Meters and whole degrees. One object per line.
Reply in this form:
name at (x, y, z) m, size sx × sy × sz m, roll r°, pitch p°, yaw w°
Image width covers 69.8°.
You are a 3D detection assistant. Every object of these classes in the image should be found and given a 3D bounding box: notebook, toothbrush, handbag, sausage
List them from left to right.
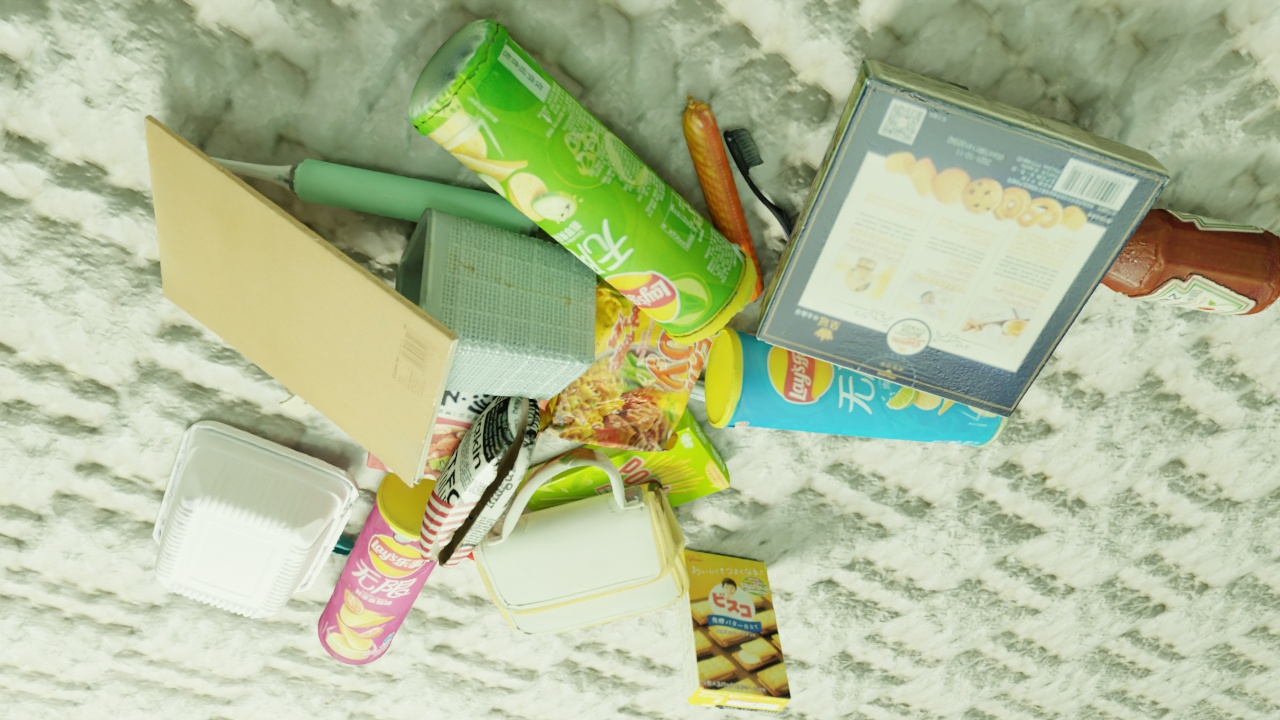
notebook at (-0.201, -0.027, 0.533) m, size 0.211 × 0.012 × 0.150 m, roll 35°, pitch 139°, yaw 6°
toothbrush at (-0.170, -0.102, 0.548) m, size 0.224 × 0.027 × 0.026 m, roll 9°, pitch 98°, yaw -14°
handbag at (-0.054, 0.146, 0.740) m, size 0.163 × 0.063 × 0.179 m, roll -15°, pitch 131°, yaw 6°
sausage at (0.054, -0.096, 0.580) m, size 0.021 × 0.021 × 0.165 m, roll -16°, pitch 133°, yaw 9°
toothbrush at (0.101, -0.082, 0.605) m, size 0.017 × 0.014 × 0.189 m, roll -34°, pitch 129°, yaw 8°

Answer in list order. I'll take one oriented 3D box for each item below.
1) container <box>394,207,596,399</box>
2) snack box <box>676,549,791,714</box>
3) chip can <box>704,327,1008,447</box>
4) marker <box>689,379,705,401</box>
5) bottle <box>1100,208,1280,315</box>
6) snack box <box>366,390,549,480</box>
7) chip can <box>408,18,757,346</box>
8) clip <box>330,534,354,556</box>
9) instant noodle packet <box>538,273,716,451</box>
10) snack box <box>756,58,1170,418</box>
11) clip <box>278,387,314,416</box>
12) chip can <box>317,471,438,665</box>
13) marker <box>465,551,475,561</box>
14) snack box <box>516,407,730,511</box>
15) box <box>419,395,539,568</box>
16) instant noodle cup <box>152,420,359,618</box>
container at (-0.091, -0.028, 0.569) m, size 0.111 × 0.089 × 0.090 m, roll 11°, pitch 157°, yaw -23°
snack box at (0.079, 0.240, 0.820) m, size 0.087 × 0.140 × 0.034 m, roll 13°, pitch 129°, yaw -17°
chip can at (0.156, 0.022, 0.668) m, size 0.210 × 0.071 × 0.071 m, roll 6°, pitch 132°, yaw -11°
marker at (0.051, 0.024, 0.698) m, size 0.145 × 0.016 × 0.017 m, roll 17°, pitch 129°, yaw -21°
bottle at (0.317, -0.073, 0.605) m, size 0.206 × 0.059 × 0.060 m, roll 9°, pitch 132°, yaw -6°
snack box at (-0.126, 0.040, 0.675) m, size 0.127 × 0.044 × 0.113 m, roll 12°, pitch 131°, yaw -17°
chip can at (-0.029, -0.097, 0.526) m, size 0.073 × 0.072 × 0.221 m, roll -36°, pitch 122°, yaw 26°
clip at (-0.274, 0.154, 0.790) m, size 0.057 × 0.015 × 0.049 m, roll 26°, pitch 124°, yaw -28°
instant noodle packet at (-0.004, 0.004, 0.639) m, size 0.110 × 0.044 × 0.129 m, roll 11°, pitch 115°, yaw -24°
snack box at (0.186, -0.068, 0.565) m, size 0.178 × 0.045 × 0.183 m, roll 18°, pitch 124°, yaw -4°
clip at (-0.216, 0.019, 0.633) m, size 0.102 × 0.094 × 0.035 m, roll -41°, pitch 126°, yaw 15°
chip can at (-0.215, 0.178, 0.780) m, size 0.071 × 0.071 × 0.211 m, roll 17°, pitch 130°, yaw -21°
marker at (-0.115, 0.193, 0.841) m, size 0.017 × 0.017 × 0.145 m, roll -37°, pitch 126°, yaw 26°
snack box at (-0.014, 0.098, 0.755) m, size 0.156 × 0.026 × 0.086 m, roll -22°, pitch 132°, yaw 15°
box at (-0.120, 0.083, 0.642) m, size 0.059 × 0.071 × 0.165 m, roll 8°, pitch 132°, yaw -37°
instant noodle cup at (-0.316, 0.139, 0.730) m, size 0.138 × 0.060 × 0.174 m, roll 25°, pitch 128°, yaw -16°
